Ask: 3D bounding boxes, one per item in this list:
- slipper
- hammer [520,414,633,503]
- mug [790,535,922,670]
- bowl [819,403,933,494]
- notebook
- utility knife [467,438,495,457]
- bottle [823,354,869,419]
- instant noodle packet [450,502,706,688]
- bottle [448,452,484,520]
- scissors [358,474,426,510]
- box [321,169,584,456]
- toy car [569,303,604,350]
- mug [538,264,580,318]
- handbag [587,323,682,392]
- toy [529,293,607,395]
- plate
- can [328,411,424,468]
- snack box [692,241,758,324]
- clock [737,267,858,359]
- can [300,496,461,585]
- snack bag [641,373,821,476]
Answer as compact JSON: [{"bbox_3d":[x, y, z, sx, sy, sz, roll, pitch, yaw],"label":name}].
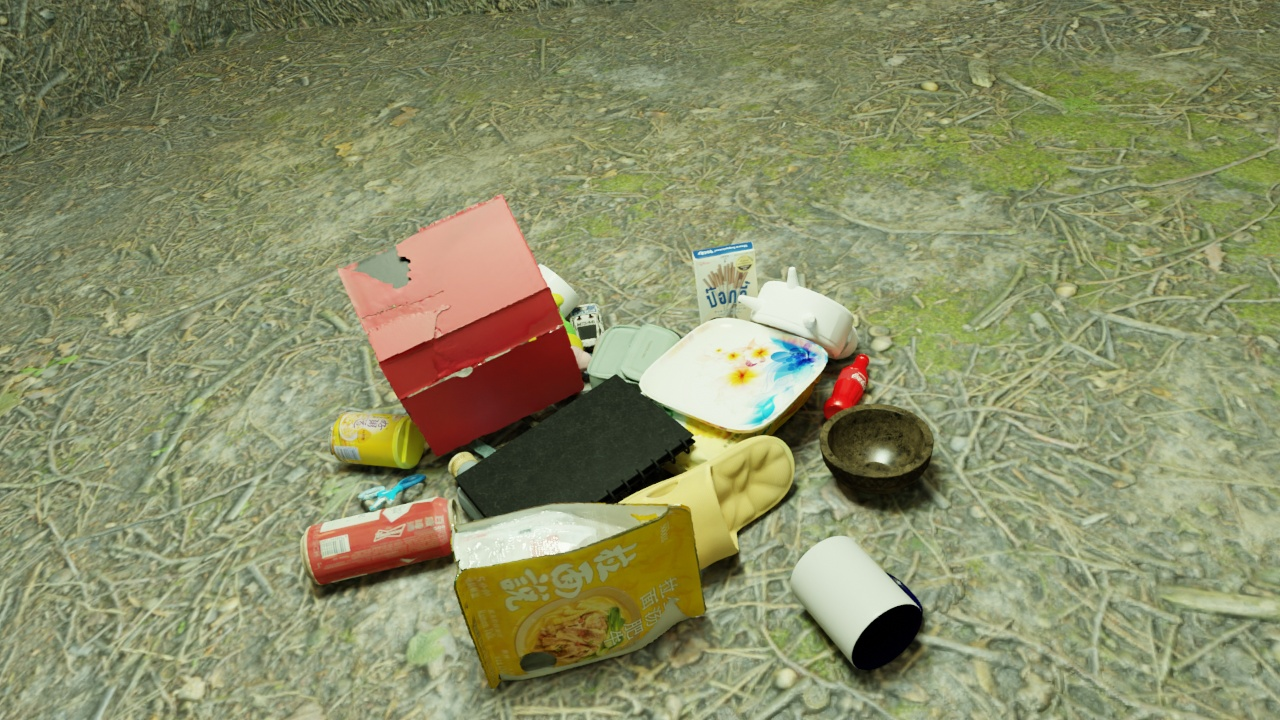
[{"bbox_3d":[0.072,0.160,0.953,0.262,0.099,0.078,-27,18,-30],"label":"slipper"},{"bbox_3d":[-0.084,0.112,1.123,0.146,0.028,0.317,-19,34,-32],"label":"hammer"},{"bbox_3d":[0.214,0.225,0.864,0.111,0.079,0.097,4,27,-31],"label":"mug"},{"bbox_3d":[0.261,0.108,1.020,0.121,0.056,0.121,-7,36,5],"label":"bowl"},{"bbox_3d":[-0.073,0.114,1.029,0.231,0.019,0.169,-33,40,-18],"label":"notebook"},{"bbox_3d":[-0.146,0.138,1.116,0.209,0.015,0.031,28,47,37],"label":"utility knife"},{"bbox_3d":[0.261,0.032,1.142,0.036,0.036,0.118,10,40,26],"label":"bottle"},{"bbox_3d":[-0.053,0.212,0.863,0.221,0.163,0.084,-11,35,-1],"label":"instant noodle packet"},{"bbox_3d":[-0.171,0.158,1.068,0.072,0.046,0.161,-31,40,-26],"label":"bottle"},{"bbox_3d":[-0.286,0.154,1.080,0.090,0.014,0.141,-17,3,-18],"label":"scissors"},{"bbox_3d":[-0.205,-0.042,1.075,0.211,0.316,0.124,-25,29,-7],"label":"box"},{"bbox_3d":[-0.079,-0.055,1.342,0.048,0.041,0.112,-11,35,-2],"label":"toy car"},{"bbox_3d":[-0.147,-0.080,1.363,0.081,0.114,0.087,40,83,4],"label":"mug"},{"bbox_3d":[-0.007,0.007,1.217,0.106,0.067,0.121,4,38,17],"label":"handbag"},{"bbox_3d":[-0.110,-0.020,1.253,0.124,0.097,0.131,0,39,9],"label":"toy"},{"bbox_3d":[0.111,0.017,1.098,0.187,0.016,0.186,21,46,36],"label":"plate"},{"bbox_3d":[-0.334,0.101,1.169,0.105,0.068,0.067,3,38,18],"label":"can"},{"bbox_3d":[0.118,-0.084,1.239,0.082,0.150,0.026,-8,35,3],"label":"snack box"},{"bbox_3d":[0.212,-0.059,1.184,0.125,0.160,0.073,21,85,36],"label":"clock"},{"bbox_3d":[-0.286,0.200,1.022,0.170,0.067,0.067,-13,36,-3],"label":"can"},{"bbox_3d":[0.096,0.059,1.119,0.160,0.068,0.246,22,46,38],"label":"snack bag"}]
